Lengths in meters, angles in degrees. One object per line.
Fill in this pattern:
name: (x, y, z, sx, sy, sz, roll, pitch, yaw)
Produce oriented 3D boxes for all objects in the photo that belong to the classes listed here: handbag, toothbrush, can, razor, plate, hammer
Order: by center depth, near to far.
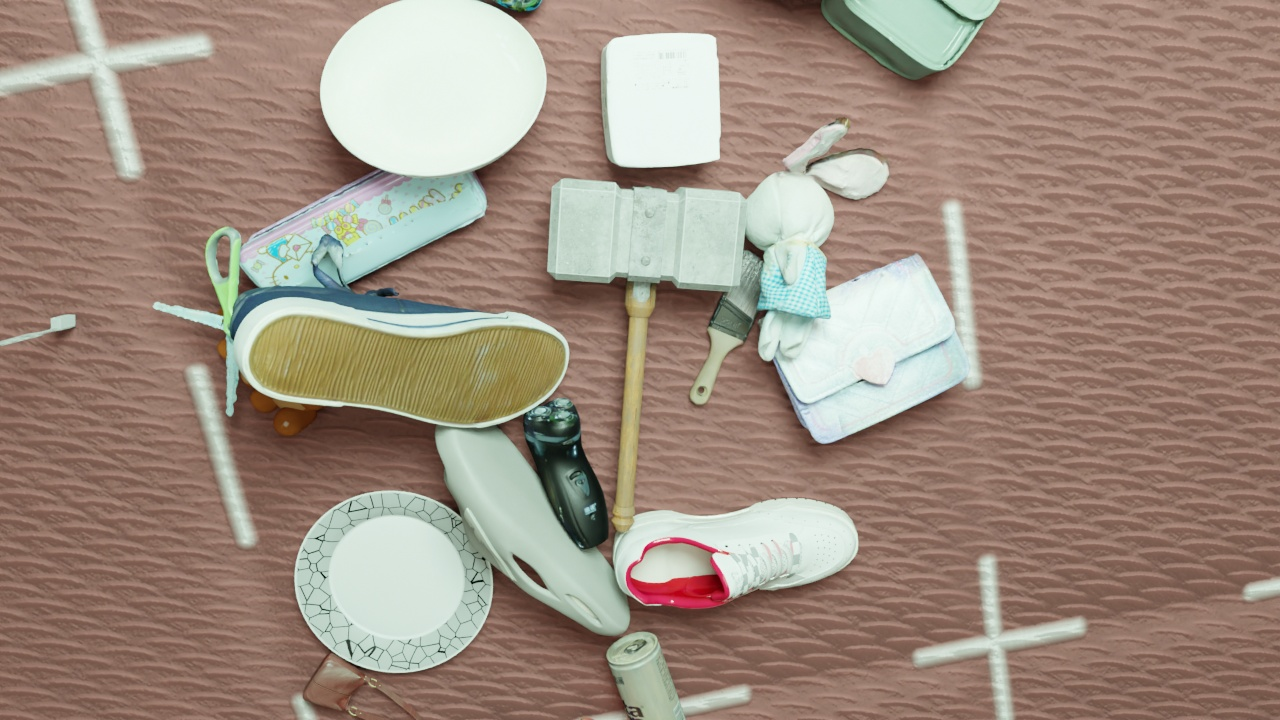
toothbrush: (-0.506, -0.022, 0.748, 0.010, 0.181, 0.010, 3, 99, -8)
plate: (-0.169, -0.221, 0.760, 0.182, 0.034, 0.182, 0, 67, -1)
handbag: (0.228, -0.310, 0.771, 0.122, 0.067, 0.106, 34, 98, -8)
hammer: (-0.005, 0.004, 0.822, 0.162, 0.083, 0.318, 4, 102, -3)
handbag: (0.203, -0.010, 0.836, 0.159, 0.069, 0.126, -24, 100, 6)
razor: (-0.063, 0.104, 0.845, 0.052, 0.064, 0.140, -22, 89, -28)
plate: (-0.238, 0.214, 0.893, 0.188, 0.016, 0.189, 0, 102, -2)
can: (0.012, 0.342, 0.911, 0.054, 0.054, 0.135, -18, 103, 2)
handbag: (-0.272, 0.340, 0.918, 0.119, 0.029, 0.055, 32, 101, -13)

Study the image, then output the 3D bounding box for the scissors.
scissors: (-0.349, -0.028, 0.787, 0.172, 0.021, 0.172, 13, 112, 12)

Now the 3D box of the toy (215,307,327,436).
toy: (-0.331, 0.001, 0.821, 0.095, 0.065, 0.127, -42, 95, 15)

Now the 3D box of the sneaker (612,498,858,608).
sneaker: (0.093, 0.189, 0.855, 0.236, 0.104, 0.090, -1, 102, -2)

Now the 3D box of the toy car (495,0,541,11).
toy car: (-0.129, -0.328, 0.771, 0.105, 0.032, 0.048, 17, 102, 0)

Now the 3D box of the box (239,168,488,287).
box: (-0.241, -0.117, 0.805, 0.214, 0.065, 0.078, -26, 115, 4)

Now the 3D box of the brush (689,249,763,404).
brush: (0.081, -0.027, 0.854, 0.039, 0.012, 0.151, 23, 101, -7)

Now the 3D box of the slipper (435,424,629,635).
slipper: (-0.115, 0.164, 0.851, 0.081, 0.112, 0.266, -35, 107, 17)

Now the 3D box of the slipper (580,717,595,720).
slipper: (0.011, 0.458, 0.913, 0.059, 0.103, 0.249, -43, 103, -8)

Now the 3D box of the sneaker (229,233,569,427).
sneaker: (-0.200, -0.023, 0.782, 0.294, 0.127, 0.121, 7, 109, -38)

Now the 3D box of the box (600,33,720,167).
box: (0.016, -0.226, 0.799, 0.102, 0.091, 0.107, -6, 107, -9)

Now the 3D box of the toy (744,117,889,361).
toy: (0.133, -0.100, 0.804, 0.106, 0.131, 0.205, 15, 91, 39)
